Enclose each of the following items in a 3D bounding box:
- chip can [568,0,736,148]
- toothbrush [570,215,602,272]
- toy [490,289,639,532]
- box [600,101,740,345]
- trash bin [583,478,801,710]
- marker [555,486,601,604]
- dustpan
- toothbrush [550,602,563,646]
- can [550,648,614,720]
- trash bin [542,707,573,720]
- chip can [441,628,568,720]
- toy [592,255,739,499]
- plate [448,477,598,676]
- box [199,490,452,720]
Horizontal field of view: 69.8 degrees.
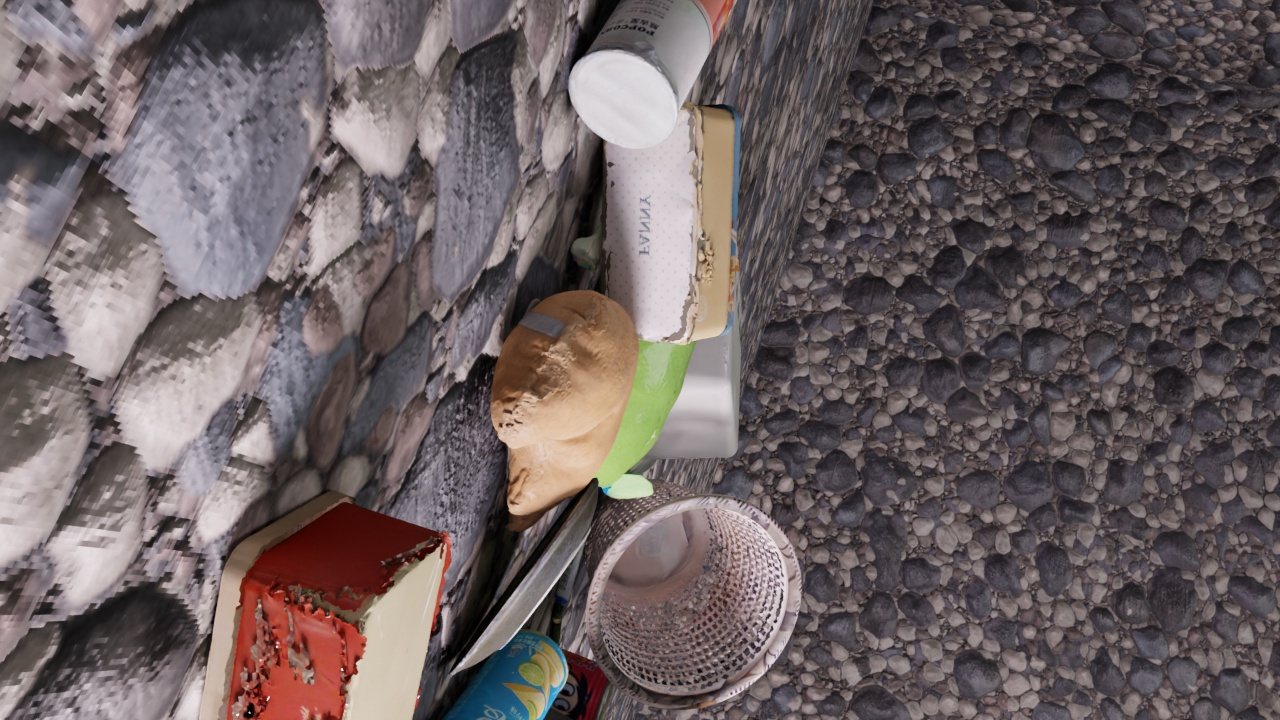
[{"bbox_3d":[0.025,-0.238,0.613,0.071,0.071,0.214,92,18,-55],"label":"chip can"},{"bbox_3d":[-0.012,-0.153,0.708,0.029,0.020,0.189,42,59,-42],"label":"toothbrush"},{"bbox_3d":[-0.057,0.046,0.656,0.143,0.082,0.226,-46,159,-33],"label":"toy"},{"bbox_3d":[0.020,-0.105,0.661,0.061,0.090,0.184,-10,107,-53],"label":"box"},{"bbox_3d":[0.031,0.225,0.991,0.192,0.227,0.227,-147,-107,-70],"label":"trash bin"},{"bbox_3d":[-0.067,0.195,0.990,0.017,0.017,0.146,-23,130,-76],"label":"marker"},{"bbox_3d":[0.039,0.008,1.026,0.223,0.143,0.257,76,15,-57],"label":"dustpan"},{"bbox_3d":[-0.098,0.341,1.066,0.012,0.017,0.186,-56,160,-48],"label":"toothbrush"},{"bbox_3d":[-0.078,0.338,0.955,0.066,0.094,0.066,19,89,-79],"label":"can"},{"bbox_3d":[-0.071,0.436,0.818,0.198,0.220,0.199,12,97,-79],"label":"trash bin"},{"bbox_3d":[-0.123,0.294,0.717,0.209,0.071,0.071,-42,148,-70],"label":"chip can"},{"bbox_3d":[-0.005,0.005,0.802,0.226,0.090,0.247,2,113,-60],"label":"toy"},{"bbox_3d":[-0.079,0.164,0.688,0.179,0.024,0.179,-54,-179,1],"label":"plate"},{"bbox_3d":[-0.135,0.155,0.405,0.091,0.080,0.168,-39,145,-72],"label":"box"}]
